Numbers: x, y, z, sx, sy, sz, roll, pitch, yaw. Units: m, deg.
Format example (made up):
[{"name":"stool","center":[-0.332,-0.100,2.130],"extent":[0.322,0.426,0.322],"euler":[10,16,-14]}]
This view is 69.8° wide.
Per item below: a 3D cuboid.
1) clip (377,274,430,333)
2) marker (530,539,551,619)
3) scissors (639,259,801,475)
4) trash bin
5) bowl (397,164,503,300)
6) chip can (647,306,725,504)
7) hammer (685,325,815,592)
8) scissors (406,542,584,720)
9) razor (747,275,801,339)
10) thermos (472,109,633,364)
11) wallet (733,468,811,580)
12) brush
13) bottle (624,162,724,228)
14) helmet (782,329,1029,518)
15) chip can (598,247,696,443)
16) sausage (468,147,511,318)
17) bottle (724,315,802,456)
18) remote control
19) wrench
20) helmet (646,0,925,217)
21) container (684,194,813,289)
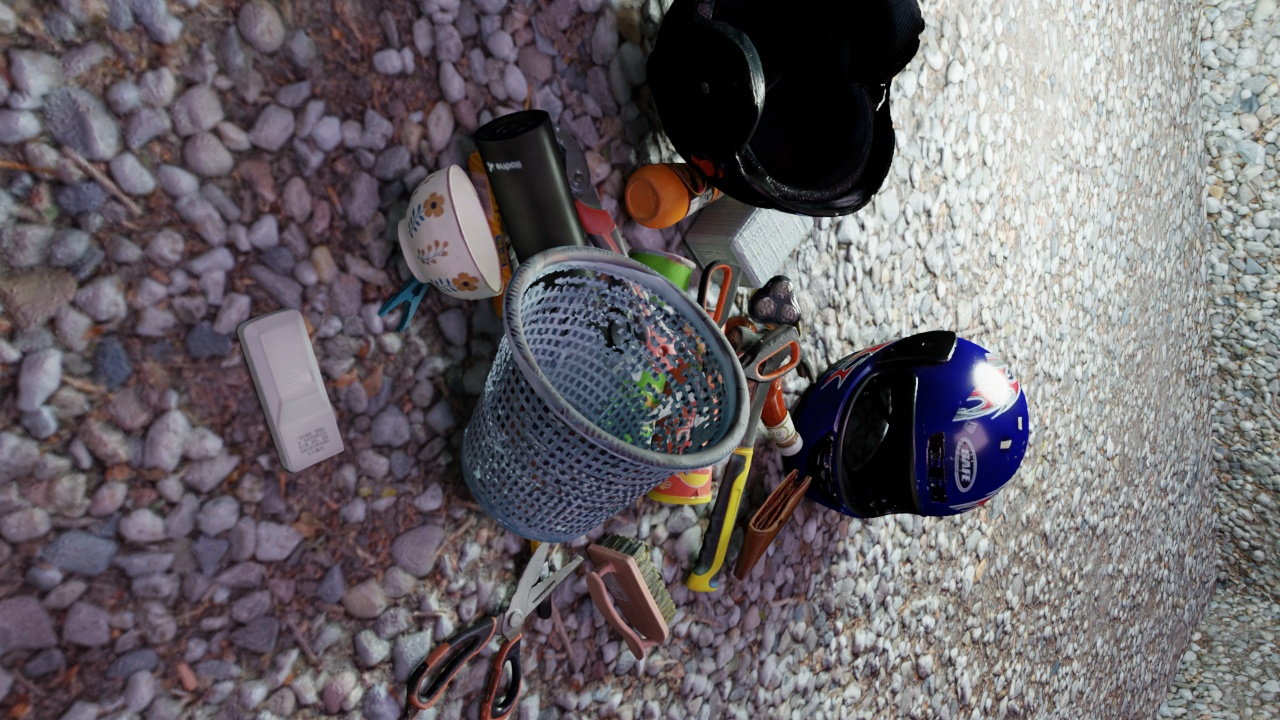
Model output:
[{"name":"clip","center":[-0.200,-0.053,0.786],"extent":[0.038,0.013,0.055],"euler":[46,65,-40]},{"name":"marker","center":[-0.101,0.206,0.928],"extent":[0.018,0.015,0.124],"euler":[-18,112,-40]},{"name":"scissors","center":[0.081,0.001,0.957],"extent":[0.220,0.022,0.229],"euler":[-10,96,-31]},{"name":"trash bin","center":[-0.053,0.048,0.793],"extent":[0.226,0.196,0.226],"euler":[23,41,-21]},{"name":"bowl","center":[-0.163,-0.099,0.766],"extent":[0.062,0.113,0.113],"euler":[-19,117,4]},{"name":"chip can","center":[0.053,0.047,1.010],"extent":[0.073,0.073,0.216],"euler":[2,95,-45]},{"name":"hammer","center":[0.117,0.120,1.066],"extent":[0.126,0.032,0.323],"euler":[6,105,-32]},{"name":"scissors","center":[-0.137,0.269,0.892],"extent":[0.188,0.015,0.226],"euler":[1,100,-42]},{"name":"razor","center":[0.169,-0.049,1.089],"extent":[0.062,0.067,0.167],"euler":[-46,158,1]},{"name":"thermos","center":[-0.070,-0.104,0.839],"extent":[0.068,0.090,0.243],"euler":[-75,153,-52]},{"name":"wallet","center":[0.160,0.203,1.133],"extent":[0.124,0.032,0.101],"euler":[-42,157,-40]},{"name":"brush","center":[-0.010,0.258,0.992],"extent":[0.072,0.063,0.146],"euler":[-46,128,-34]},{"name":"bottle","center":[0.048,-0.183,0.978],"extent":[0.149,0.067,0.067],"euler":[-26,114,-47]},{"name":"helmet","center":[0.373,0.095,1.216],"extent":[0.314,0.241,0.247],"euler":[-25,112,-39]},{"name":"chip can","center":[-0.006,0.006,0.947],"extent":[0.072,0.072,0.236],"euler":[17,85,-45]},{"name":"sausage","center":[-0.134,-0.112,0.835],"extent":[0.021,0.021,0.165],"euler":[-23,113,-40]},{"name":"bottle","center":[0.145,0.037,1.108],"extent":[0.059,0.060,0.206],"euler":[-51,128,-26]},{"name":"remote control","center":[-0.273,0.023,0.720],"extent":[0.048,0.024,0.125],"euler":[-27,116,-38]},{"name":"wrench","center":[-0.034,-0.109,0.884],"extent":[0.056,0.016,0.273],"euler":[-36,103,-30]},{"name":"helmet","center":[0.131,-0.268,0.907],"extent":[0.233,0.230,0.275],"euler":[-29,104,-22]},{"name":"container","center":[0.119,-0.147,1.033],"extent":[0.111,0.090,0.090],"euler":[-52,128,-21]}]
